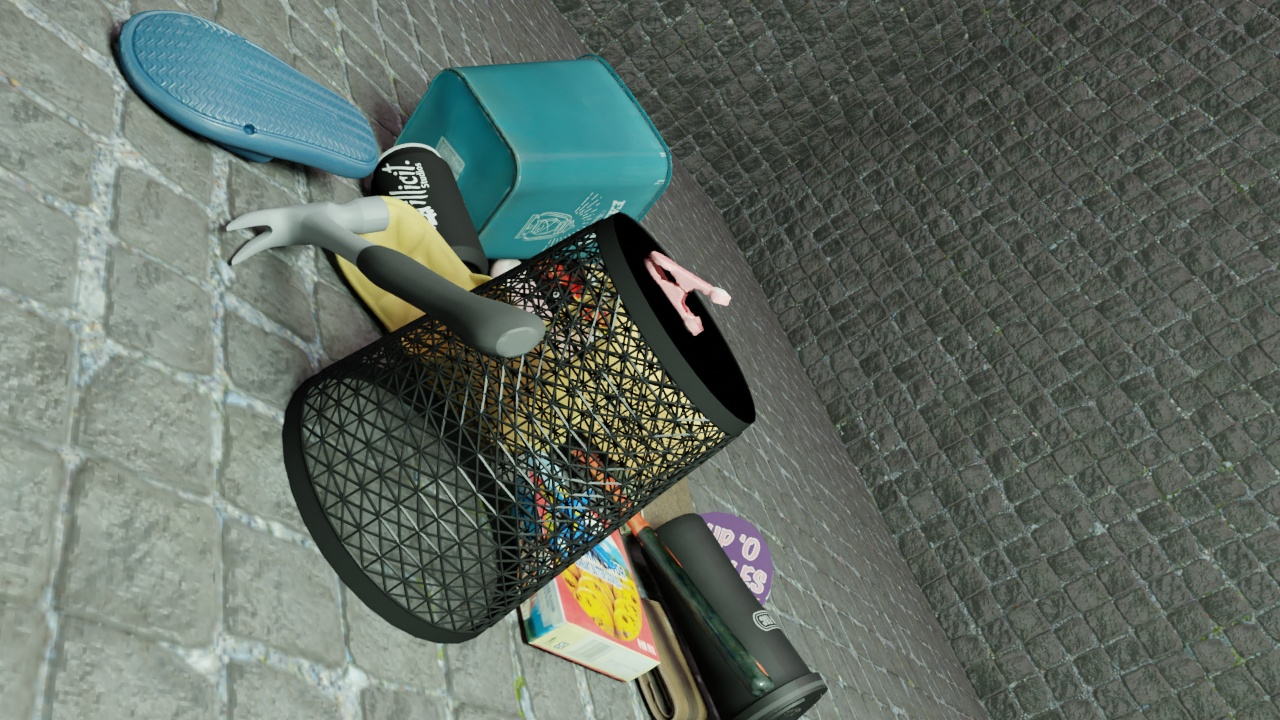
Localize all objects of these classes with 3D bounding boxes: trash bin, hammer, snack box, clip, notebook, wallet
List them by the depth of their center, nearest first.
[{"bbox_3d":[0.025,-0.039,0.556,0.058,0.050,0.023,16,8,10],"label":"clip"},{"bbox_3d":[-0.163,-0.058,0.582,0.124,0.029,0.311,-16,28,-36],"label":"hammer"},{"bbox_3d":[-0.069,0.036,0.622,0.217,0.244,0.216,51,16,-21],"label":"trash bin"},{"bbox_3d":[-0.053,0.182,0.770,0.142,0.040,0.144,41,21,-46],"label":"snack box"},{"bbox_3d":[0.020,0.275,0.845,0.121,0.027,0.098,63,11,27],"label":"wallet"},{"bbox_3d":[0.012,0.170,0.848,0.333,0.033,0.133,49,1,32],"label":"hammer"},{"bbox_3d":[-0.124,-0.213,0.995,0.218,0.197,0.199,-17,69,-51],"label":"trash bin"},{"bbox_3d":[0.018,0.111,1.062,0.190,0.035,0.215,31,45,-58],"label":"notebook"}]

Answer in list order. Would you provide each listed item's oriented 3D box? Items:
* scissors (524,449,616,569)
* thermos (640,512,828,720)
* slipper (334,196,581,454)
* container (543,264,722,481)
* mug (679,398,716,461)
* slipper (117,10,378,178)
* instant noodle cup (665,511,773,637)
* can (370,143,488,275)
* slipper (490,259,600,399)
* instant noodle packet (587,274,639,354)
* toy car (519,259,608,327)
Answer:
[{"bbox_3d":[-0.060,0.126,0.764,0.129,0.013,0.125,58,15,-1],"label":"scissors"},{"bbox_3d":[0.082,0.257,0.887,0.218,0.106,0.105,57,13,29],"label":"thermos"},{"bbox_3d":[-0.149,-0.025,0.756,0.263,0.099,0.078,50,-13,-9],"label":"slipper"},{"bbox_3d":[-0.006,0.005,0.921,0.183,0.129,0.166,46,28,-28],"label":"container"},{"bbox_3d":[0.054,0.103,1.205,0.090,0.076,0.123,56,15,-6],"label":"mug"},{"bbox_3d":[-0.302,-0.195,0.724,0.213,0.059,0.103,18,50,-50],"label":"slipper"},{"bbox_3d":[0.092,0.244,1.008,0.122,0.122,0.136,48,59,-65],"label":"instant noodle cup"},{"bbox_3d":[-0.200,-0.127,0.861,0.080,0.080,0.146,32,29,-58],"label":"can"},{"bbox_3d":[-0.095,-0.025,1.037,0.221,0.056,0.106,55,17,-7],"label":"slipper"},{"bbox_3d":[-0.056,-0.056,1.234,0.146,0.057,0.269,34,24,-51],"label":"instant noodle packet"},{"bbox_3d":[-0.109,-0.113,1.139,0.189,0.056,0.081,52,14,20],"label":"toy car"}]
